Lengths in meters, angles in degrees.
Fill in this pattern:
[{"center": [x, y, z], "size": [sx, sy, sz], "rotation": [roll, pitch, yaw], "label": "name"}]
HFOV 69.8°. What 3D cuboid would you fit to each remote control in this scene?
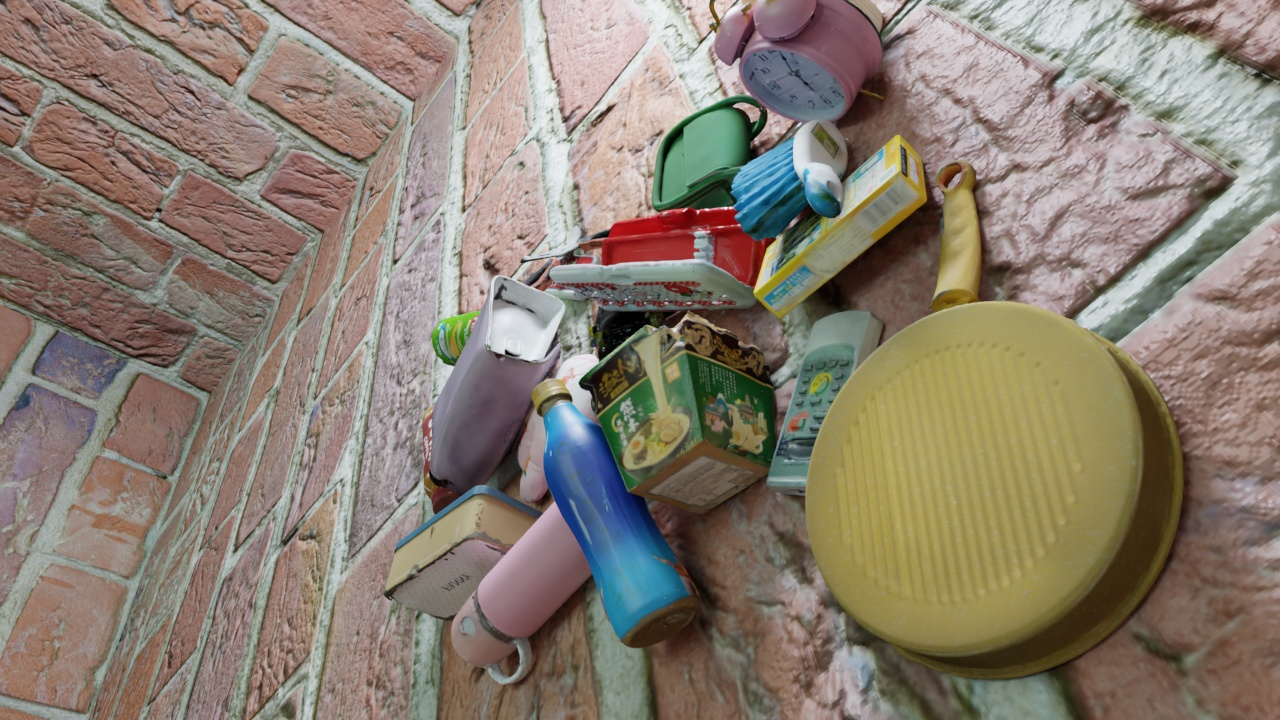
[{"center": [0.127, 0.028, 0.634], "size": [0.056, 0.019, 0.135], "rotation": [-9, 55, 56], "label": "remote control"}, {"center": [-0.088, -0.102, 1.108], "size": [0.136, 0.020, 0.056], "rotation": [14, 76, 61], "label": "remote control"}]

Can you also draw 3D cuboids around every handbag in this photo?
[{"center": [0.073, -0.184, 0.887], "size": [0.120, 0.068, 0.131], "rotation": [-25, 41, 35], "label": "handbag"}, {"center": [-0.156, 0.030, 0.977], "size": [0.197, 0.098, 0.144], "rotation": [-59, 14, 31], "label": "handbag"}]

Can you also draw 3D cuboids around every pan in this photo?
[{"center": [0.189, 0.001, 0.535], "size": [0.198, 0.078, 0.356], "rotation": [-28, 47, 40], "label": "pan"}]

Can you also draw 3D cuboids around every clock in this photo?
[{"center": [0.126, -0.263, 0.771], "size": [0.117, 0.158, 0.059], "rotation": [3, 63, 60], "label": "clock"}]

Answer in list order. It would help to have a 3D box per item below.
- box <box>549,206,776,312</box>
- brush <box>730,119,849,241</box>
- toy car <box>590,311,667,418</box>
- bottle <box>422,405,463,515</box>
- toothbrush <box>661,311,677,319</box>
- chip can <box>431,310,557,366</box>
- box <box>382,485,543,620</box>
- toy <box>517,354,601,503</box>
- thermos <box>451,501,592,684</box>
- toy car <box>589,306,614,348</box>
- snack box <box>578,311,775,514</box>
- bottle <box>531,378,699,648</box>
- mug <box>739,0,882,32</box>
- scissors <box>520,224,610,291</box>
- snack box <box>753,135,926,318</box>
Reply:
[{"center": [0.013, -0.090, 0.807], "size": [0.202, 0.101, 0.095], "rotation": [3, 88, 47], "label": "box"}, {"center": [0.110, -0.124, 0.654], "size": [0.110, 0.060, 0.313], "rotation": [-37, 9, 30], "label": "brush"}, {"center": [-0.005, 0.005, 0.837], "size": [0.070, 0.042, 0.157], "rotation": [-19, 42, 17], "label": "toy car"}, {"center": [-0.227, 0.118, 1.081], "size": [0.057, 0.057, 0.174], "rotation": [-50, 30, 17], "label": "bottle"}, {"center": [0.053, -0.064, 0.852], "size": [0.186, 0.012, 0.017], "rotation": [-29, 34, 44], "label": "toothbrush"}, {"center": [-0.189, -0.030, 1.149], "size": [0.236, 0.072, 0.072], "rotation": [-5, 59, 57], "label": "chip can"}, {"center": [-0.168, 0.188, 0.887], "size": [0.185, 0.089, 0.061], "rotation": [-35, 35, 33], "label": "box"}, {"center": [-0.080, 0.067, 0.903], "size": [0.160, 0.054, 0.121], "rotation": [-56, 26, 22], "label": "toy"}, {"center": [-0.081, 0.189, 0.778], "size": [0.199, 0.067, 0.087], "rotation": [-49, 58, 18], "label": "thermos"}, {"center": [-0.024, -0.055, 0.945], "size": [0.049, 0.031, 0.106], "rotation": [-30, 36, 43], "label": "toy car"}, {"center": [0.034, 0.048, 0.682], "size": [0.118, 0.118, 0.105], "rotation": [-38, 44, 33], "label": "snack box"}, {"center": [-0.029, 0.103, 0.687], "size": [0.065, 0.065, 0.218], "rotation": [-45, 55, 24], "label": "bottle"}, {"center": [0.154, -0.327, 0.842], "size": [0.082, 0.106, 0.114], "rotation": [-45, 31, 25], "label": "mug"}, {"center": [-0.081, -0.128, 1.084], "size": [0.189, 0.015, 0.222], "rotation": [-23, 23, 21], "label": "scissors"}, {"center": [0.148, -0.099, 0.684], "size": [0.141, 0.034, 0.086], "rotation": [-39, 14, 30], "label": "snack box"}]
